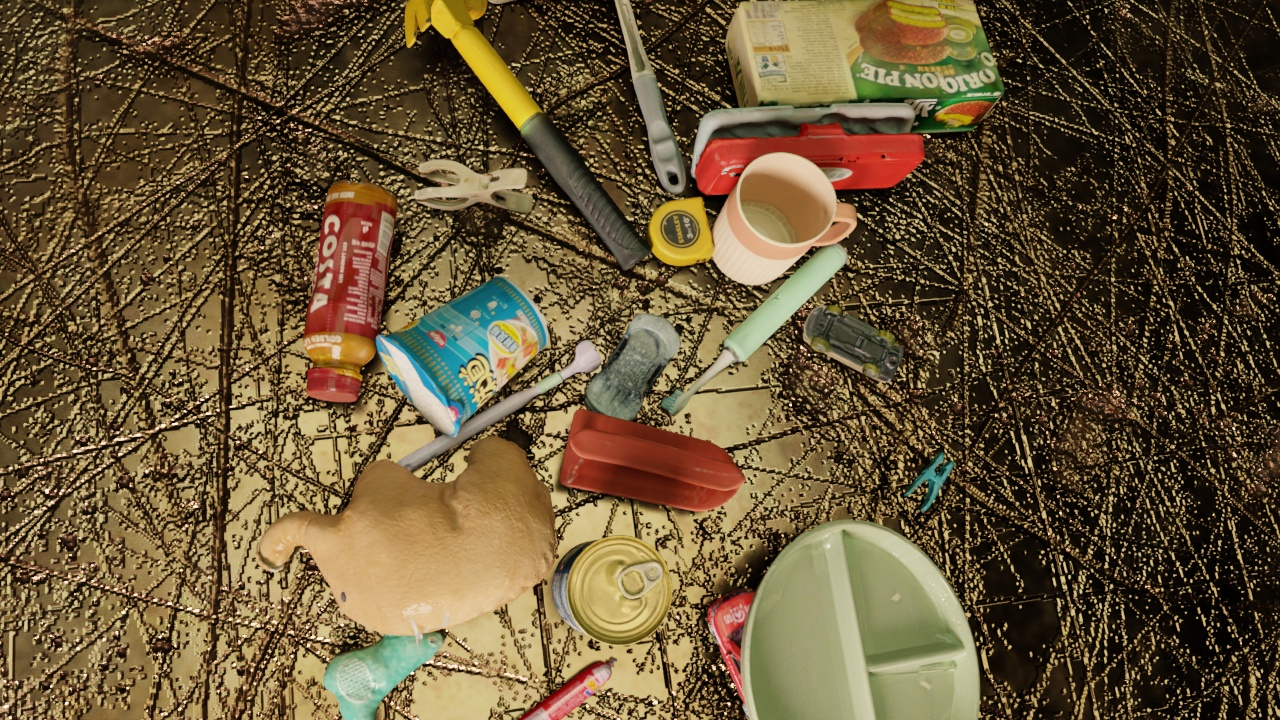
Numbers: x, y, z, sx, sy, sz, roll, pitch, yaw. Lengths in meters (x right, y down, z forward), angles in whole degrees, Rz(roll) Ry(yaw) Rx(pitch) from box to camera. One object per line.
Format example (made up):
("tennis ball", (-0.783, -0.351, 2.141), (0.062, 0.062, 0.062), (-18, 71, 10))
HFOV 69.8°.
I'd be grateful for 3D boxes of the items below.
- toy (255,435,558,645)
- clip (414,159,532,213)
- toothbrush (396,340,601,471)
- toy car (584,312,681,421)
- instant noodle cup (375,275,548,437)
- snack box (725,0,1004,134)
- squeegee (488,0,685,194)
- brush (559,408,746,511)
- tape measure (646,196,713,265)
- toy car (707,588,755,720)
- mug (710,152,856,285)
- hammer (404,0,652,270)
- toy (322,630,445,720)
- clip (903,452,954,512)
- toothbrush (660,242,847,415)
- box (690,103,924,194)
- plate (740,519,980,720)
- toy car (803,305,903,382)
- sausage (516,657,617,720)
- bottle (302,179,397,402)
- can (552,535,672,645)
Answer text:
("toy", (-0.175, 0.140, 0.691), (0.225, 0.083, 0.143), (-12, 57, -11))
("clip", (-0.143, -0.148, 0.791), (0.098, 0.064, 0.034), (3, 74, -2))
("toothbrush", (-0.116, 0.040, 0.755), (0.189, 0.021, 0.029), (-31, 115, -14))
("toy car", (-0.005, 0.005, 0.777), (0.049, 0.031, 0.105), (33, 72, -1))
("instant noodle cup", (-0.135, -0.009, 0.731), (0.109, 0.099, 0.099), (-39, 85, -25))
("snack box", (0.207, -0.274, 0.860), (0.240, 0.063, 0.114), (-6, 70, -11))
("squeegee", (0.002, -0.265, 0.842), (0.246, 0.039, 0.246), (-16, 85, 5))
("brush", (0.012, 0.084, 0.739), (0.146, 0.069, 0.063), (14, 75, -6))
("tape measure", (0.034, -0.112, 0.814), (0.057, 0.029, 0.060), (-10, 78, -13))
("toy car", (0.097, 0.241, 0.729), (0.052, 0.045, 0.120), (-23, 79, -16))
("mug", (0.124, -0.118, 0.790), (0.114, 0.106, 0.081), (0, 76, -10))
("hammer", (-0.093, -0.204, 0.792), (0.300, 0.033, 0.128), (52, 30, -3))
("toy", (-0.196, 0.222, 0.692), (0.091, 0.030, 0.096), (-35, 77, -21))
("clip", (0.255, 0.106, 0.806), (0.041, 0.014, 0.056), (42, 75, 2))
("toothbrush", (0.103, -0.028, 0.806), (0.224, 0.026, 0.027), (-43, 49, -16))
("box", (0.146, -0.192, 0.825), (0.201, 0.091, 0.068), (-5, 78, -12))
("plate", (0.174, 0.242, 0.721), (0.230, 0.028, 0.229), (9, 68, -24))
("toy car", (0.185, -0.014, 0.812), (0.090, 0.035, 0.042), (28, 72, -2))
("sausage", (-0.080, 0.277, 0.702), (0.155, 0.020, 0.020), (-32, 83, -15))
("bottle", (-0.235, -0.055, 0.738), (0.057, 0.057, 0.174), (6, 75, -8))
("can", (-0.025, 0.171, 0.690), (0.075, 0.111, 0.075), (2, 77, -11))
